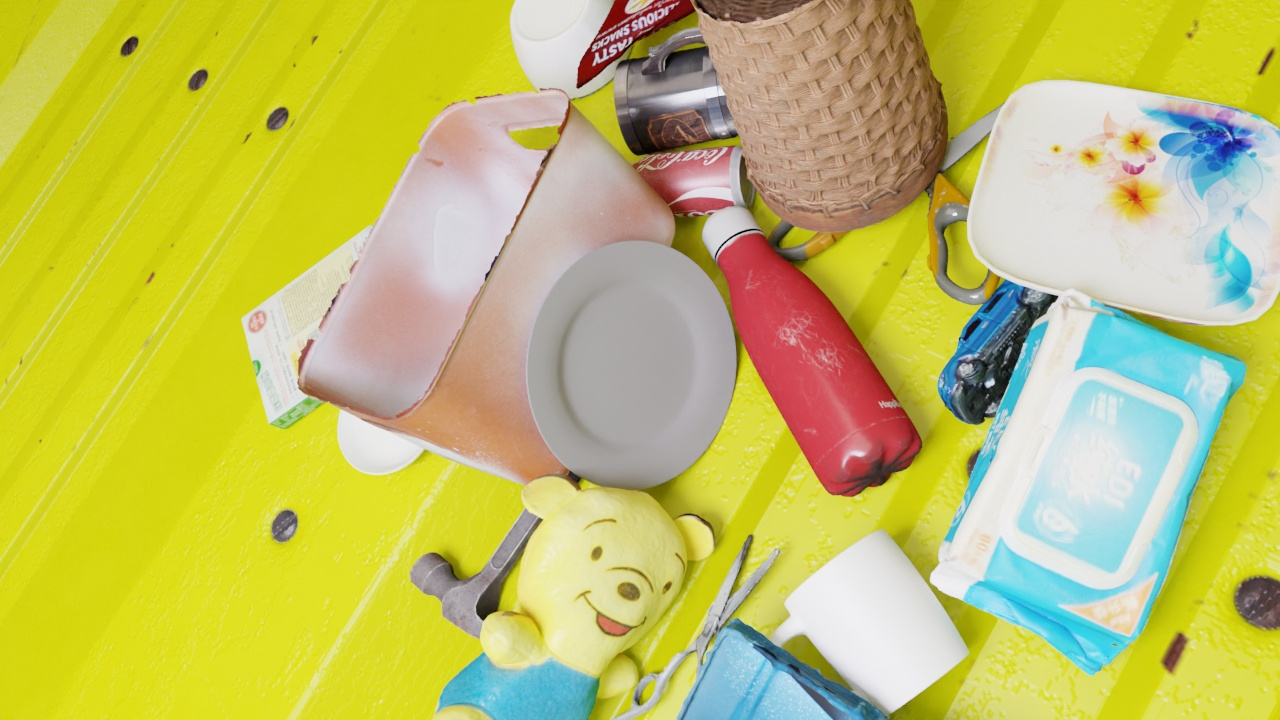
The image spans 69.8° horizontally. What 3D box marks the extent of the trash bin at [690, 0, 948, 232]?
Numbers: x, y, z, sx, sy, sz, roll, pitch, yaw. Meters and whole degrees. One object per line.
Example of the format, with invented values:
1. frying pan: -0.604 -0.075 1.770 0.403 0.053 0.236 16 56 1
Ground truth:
1. trash bin: 0.117 -0.203 0.622 0.151 0.210 0.151 -12 61 22

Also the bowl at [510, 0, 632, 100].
1. bowl: -0.070 -0.310 0.856 0.116 0.065 0.116 -8 68 20

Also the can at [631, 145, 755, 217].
1. can: 0.041 -0.145 0.752 0.097 0.054 0.054 0 71 23

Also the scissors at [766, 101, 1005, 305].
1. scissors: 0.193 -0.123 0.686 0.230 0.016 0.224 -16 54 25

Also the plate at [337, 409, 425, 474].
1. plate: -0.215 0.052 0.805 0.104 0.026 0.104 -8 67 20

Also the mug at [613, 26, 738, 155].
1. mug: 0.036 -0.226 0.751 0.107 0.116 0.079 -5 66 21

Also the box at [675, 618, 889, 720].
1. box: 0.111 0.241 0.480 0.232 0.112 0.094 29 95 24

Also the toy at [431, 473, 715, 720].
1. toy: -0.050 0.179 0.622 0.084 0.149 0.213 11 69 49

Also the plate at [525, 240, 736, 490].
1. plate: -0.004 0.004 0.659 0.012 0.178 0.178 7 71 56

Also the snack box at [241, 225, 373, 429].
1. snack box: -0.296 -0.033 0.872 0.168 0.027 0.132 -33 61 9

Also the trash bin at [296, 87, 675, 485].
1. trash bin: -0.109 -0.048 0.698 0.182 0.157 0.259 9 69 44

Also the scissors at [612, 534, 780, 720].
1. scissors: 0.038 0.193 0.642 0.147 0.014 0.141 -31 32 39

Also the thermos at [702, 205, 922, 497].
1. thermos: 0.111 -0.018 0.663 0.073 0.073 0.239 -32 61 9

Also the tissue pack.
1. tissue pack: 0.264 0.071 0.550 0.117 0.066 0.209 24 89 13

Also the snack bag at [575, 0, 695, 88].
1. snack bag: 0.020 -0.324 0.777 0.139 0.066 0.207 -16 37 36

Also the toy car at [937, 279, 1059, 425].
1. toy car: 0.244 -0.011 0.616 0.120 0.056 0.043 -50 38 -7

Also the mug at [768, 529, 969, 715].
1. mug: 0.135 0.174 0.571 0.114 0.081 0.087 -33 66 -9

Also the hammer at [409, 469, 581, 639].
1. hammer: -0.043 0.081 0.715 0.138 0.035 0.314 32 85 30

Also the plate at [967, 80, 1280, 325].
1. plate: 0.320 -0.107 0.607 0.187 0.016 0.186 16 63 18
